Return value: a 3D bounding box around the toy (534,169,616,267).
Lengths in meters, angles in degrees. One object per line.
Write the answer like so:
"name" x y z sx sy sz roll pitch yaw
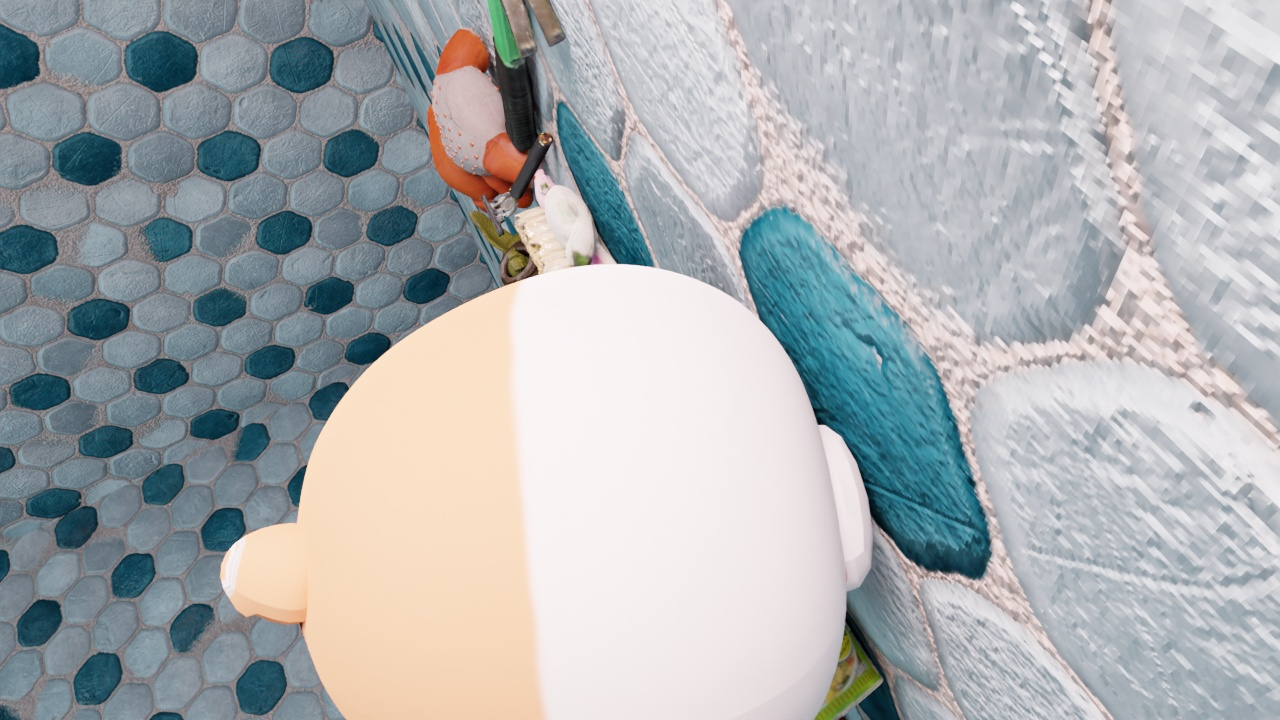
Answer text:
"toy" -0.056 -0.112 0.762 0.122 0.038 0.079 58 -177 27

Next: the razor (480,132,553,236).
"razor" -0.106 -0.160 0.815 0.145 0.022 0.043 -36 79 56

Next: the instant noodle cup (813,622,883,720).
"instant noodle cup" 0.095 0.184 0.597 0.108 0.098 0.099 51 169 22

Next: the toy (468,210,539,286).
"toy" -0.097 -0.081 0.959 0.179 0.078 0.152 39 -165 -41

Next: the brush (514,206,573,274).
"brush" -0.034 -0.024 0.833 0.271 0.056 0.083 62 175 8

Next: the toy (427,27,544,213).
"toy" -0.157 -0.220 0.902 0.164 0.092 0.173 60 160 -1

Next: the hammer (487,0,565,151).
"hammer" -0.095 -0.226 0.661 0.130 0.032 0.319 61 173 6

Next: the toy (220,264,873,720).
"toy" -0.035 0.092 0.447 0.263 0.281 0.265 85 177 -70

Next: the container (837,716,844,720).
"container" 0.118 0.360 0.877 0.148 0.126 0.201 65 162 -13
